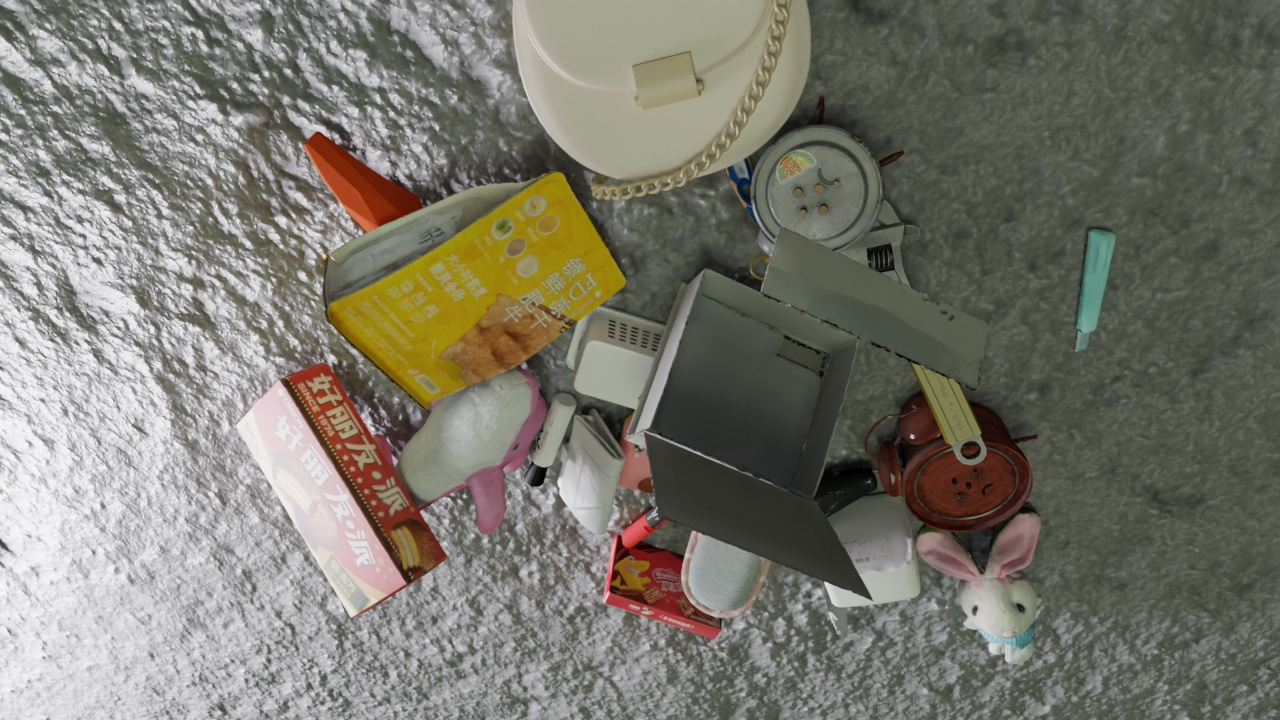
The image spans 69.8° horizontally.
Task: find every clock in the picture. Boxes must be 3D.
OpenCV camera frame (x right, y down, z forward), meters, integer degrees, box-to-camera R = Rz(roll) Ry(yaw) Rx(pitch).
[{"bbox_3d":[0.296,0.095,0.890,0.157,0.072,0.121,16,126,-5],"label":"clock"},{"bbox_3d":[0.136,-0.128,0.747,0.104,0.056,0.148,34,114,1],"label":"clock"}]

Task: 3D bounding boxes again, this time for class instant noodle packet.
[{"bbox_3d":[-0.137,-0.068,0.802,0.222,0.084,0.163,-25,141,7],"label":"instant noodle packet"}]

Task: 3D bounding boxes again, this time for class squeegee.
[{"bbox_3d":[-0.216,-0.127,0.803,0.250,0.055,0.185,-30,125,25],"label":"squeegee"}]

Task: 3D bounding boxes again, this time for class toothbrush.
[{"bbox_3d":[0.095,-0.137,0.783,0.021,0.017,0.135,-18,122,16],"label":"toothbrush"}]

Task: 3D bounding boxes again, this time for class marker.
[{"bbox_3d":[0.033,0.160,0.997,0.021,0.023,0.145,41,120,-12],"label":"marker"},{"bbox_3d":[-0.096,0.087,0.960,0.025,0.025,0.126,19,125,-7],"label":"marker"}]

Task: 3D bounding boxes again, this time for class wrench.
[{"bbox_3d":[0.235,-0.025,0.800,0.084,0.018,0.273,-25,101,13],"label":"wrench"}]

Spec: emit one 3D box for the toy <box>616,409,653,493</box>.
[{"bbox_3d":[0.010,0.089,0.933,0.090,0.051,0.110,3,125,8],"label":"toy"}]

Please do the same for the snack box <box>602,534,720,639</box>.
[{"bbox_3d":[0.027,0.251,1.023,0.133,0.089,0.021,20,125,-8],"label":"snack box"}]

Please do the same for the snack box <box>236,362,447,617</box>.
[{"bbox_3d":[-0.303,0.132,0.925,0.113,0.060,0.236,-34,87,37],"label":"snack box"}]

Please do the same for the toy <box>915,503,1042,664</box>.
[{"bbox_3d":[0.380,0.266,0.983,0.131,0.105,0.205,-13,121,19],"label":"toy"}]

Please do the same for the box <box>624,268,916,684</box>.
[{"bbox_3d":[0.084,0.079,0.721,0.167,0.368,0.150,23,122,-10],"label":"box"}]

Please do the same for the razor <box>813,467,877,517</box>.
[{"bbox_3d":[0.174,0.138,0.953,0.141,0.053,0.063,-24,93,16],"label":"razor"}]

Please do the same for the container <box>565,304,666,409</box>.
[{"bbox_3d":[-0.005,0.005,0.876,0.129,0.049,0.081,17,125,-5],"label":"container"}]

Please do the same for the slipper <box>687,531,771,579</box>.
[{"bbox_3d":[0.097,0.143,0.915,0.114,0.054,0.275,17,111,18],"label":"slipper"}]

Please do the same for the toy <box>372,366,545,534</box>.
[{"bbox_3d":[-0.172,0.091,0.937,0.266,0.127,0.186,-39,70,30],"label":"toy"}]

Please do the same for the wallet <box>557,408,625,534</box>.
[{"bbox_3d":[-0.053,0.115,0.942,0.032,0.086,0.116,-12,131,-33],"label":"wallet"}]

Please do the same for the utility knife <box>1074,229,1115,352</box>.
[{"bbox_3d":[0.396,-0.057,0.805,0.022,0.015,0.129,-1,127,12],"label":"utility knife"}]

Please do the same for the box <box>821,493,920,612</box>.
[{"bbox_3d":[0.234,0.229,0.971,0.124,0.108,0.137,-13,122,16],"label":"box"}]

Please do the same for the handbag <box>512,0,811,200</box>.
[{"bbox_3d":[0.017,-0.243,0.679,0.211,0.103,0.209,-10,116,13],"label":"handbag"}]
